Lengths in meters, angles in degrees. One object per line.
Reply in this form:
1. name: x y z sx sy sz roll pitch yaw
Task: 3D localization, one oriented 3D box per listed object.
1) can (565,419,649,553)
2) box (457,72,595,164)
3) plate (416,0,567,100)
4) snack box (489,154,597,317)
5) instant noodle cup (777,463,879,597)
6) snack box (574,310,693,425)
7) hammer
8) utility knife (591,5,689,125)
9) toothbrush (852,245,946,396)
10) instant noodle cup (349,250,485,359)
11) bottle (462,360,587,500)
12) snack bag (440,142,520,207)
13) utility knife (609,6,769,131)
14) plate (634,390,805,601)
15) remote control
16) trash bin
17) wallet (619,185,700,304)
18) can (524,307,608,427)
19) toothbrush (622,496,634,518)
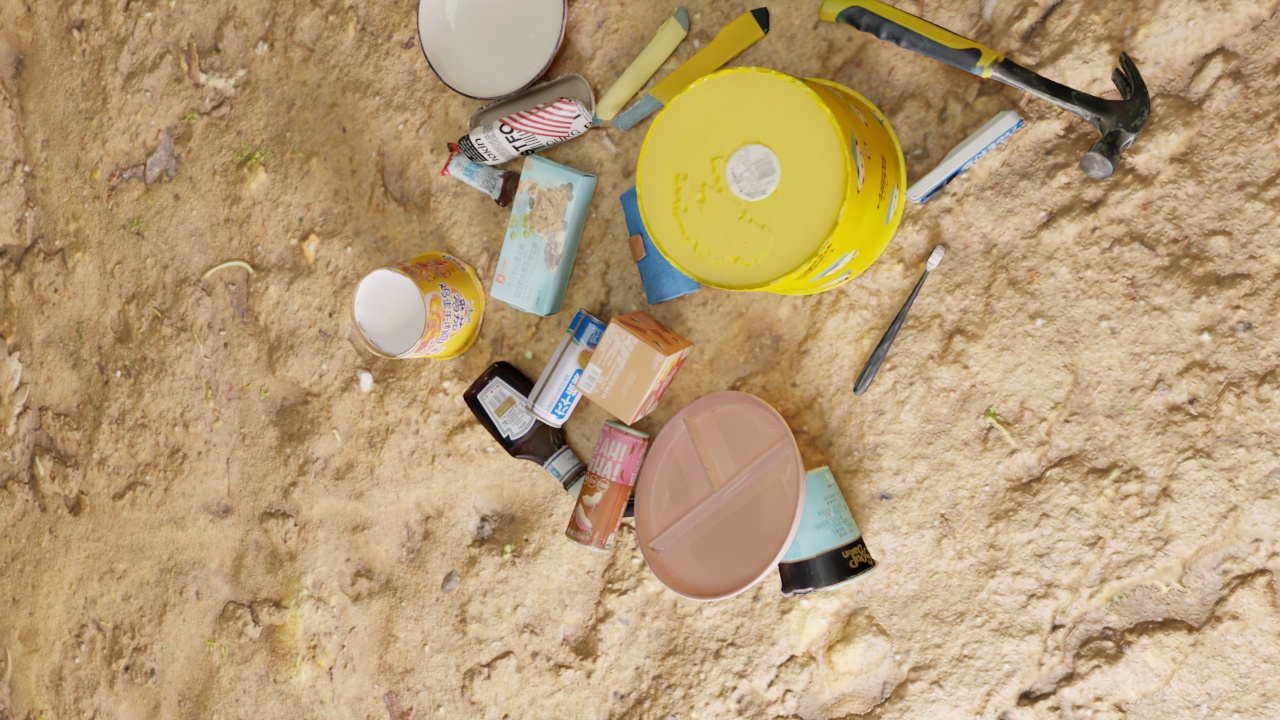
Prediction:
1. can: -0.038 0.146 1.067 0.058 0.058 0.147 19 89 17
2. box: -0.130 -0.280 1.051 0.163 0.076 0.088 -17 60 22
3. plate: -0.165 -0.394 1.050 0.193 0.039 0.192 3 97 21
4. snack box: -0.113 -0.144 1.069 0.074 0.051 0.175 21 105 15
5. instant noodle cup: 0.185 0.179 0.991 0.111 0.111 0.120 -21 82 22
6. snack box: -0.006 0.006 1.031 0.077 0.094 0.093 34 108 12
7. hammer: 0.320 -0.287 0.874 0.323 0.032 0.126 33 69 21
8. utility knife: -0.004 -0.320 1.018 0.168 0.018 0.031 -42 79 20
9. toothbrush: 0.270 -0.039 0.964 0.015 0.018 0.181 29 109 10
10. instant noodle cup: -0.275 -0.063 1.112 0.138 0.109 0.138 3 99 20
11. bottle: -0.128 0.091 1.118 0.080 0.044 0.195 -45 84 11
12. snack bag: -0.196 -0.224 1.100 0.105 0.026 0.045 28 98 13
13. utility knife: 0.053 -0.313 0.997 0.209 0.015 0.033 -32 88 19
14. plate: 0.084 0.146 0.998 0.230 0.028 0.229 -21 58 38
15. remote control: 0.316 -0.199 0.902 0.125 0.049 0.024 -40 82 21
16. trash bin: 0.123 -0.166 0.868 0.230 0.254 0.230 3 100 20
17. wallet: 0.020 -0.131 1.004 0.040 0.106 0.133 -16 92 -22
18. can: -0.081 0.009 1.066 0.053 0.053 0.134 32 95 13
19. toothbrush: 0.031 0.166 1.083 0.213 0.027 0.026 -11 139 21
